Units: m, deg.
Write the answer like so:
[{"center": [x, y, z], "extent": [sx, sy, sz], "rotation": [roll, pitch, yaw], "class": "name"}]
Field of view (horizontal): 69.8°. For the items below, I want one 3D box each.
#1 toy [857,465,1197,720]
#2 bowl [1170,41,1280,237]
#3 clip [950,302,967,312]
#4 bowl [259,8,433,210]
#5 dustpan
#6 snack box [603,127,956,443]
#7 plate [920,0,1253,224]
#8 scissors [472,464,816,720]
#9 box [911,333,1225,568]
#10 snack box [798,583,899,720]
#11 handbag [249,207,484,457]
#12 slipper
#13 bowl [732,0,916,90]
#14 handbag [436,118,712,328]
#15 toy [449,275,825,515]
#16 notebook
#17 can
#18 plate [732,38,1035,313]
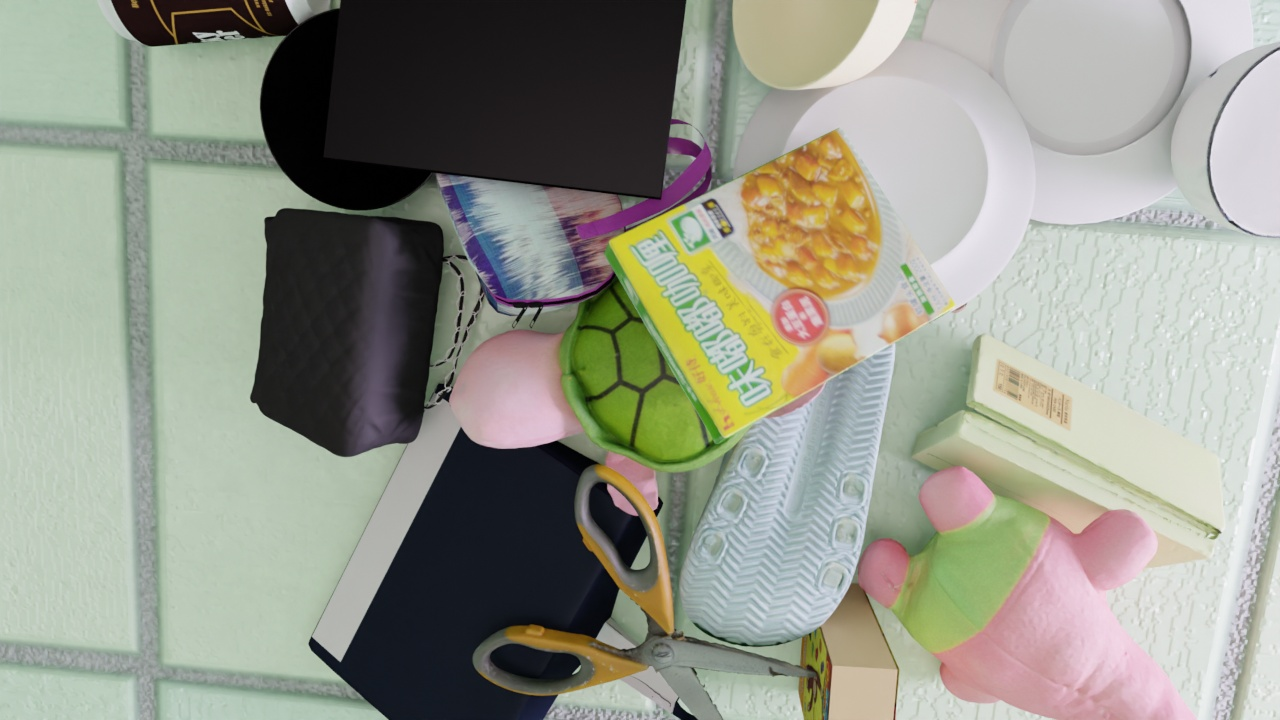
[{"center": [0.262, 0.174, 0.597], "extent": [0.237, 0.096, 0.193], "rotation": [40, 124, 11], "class": "toy"}, {"center": [0.375, -0.136, 0.559], "extent": [0.113, 0.063, 0.113], "rotation": [-3, 108, -9], "class": "bowl"}, {"center": [0.211, -0.063, 0.604], "extent": [0.024, 0.045, 0.062], "rotation": [3, 86, 5], "class": "clip"}, {"center": [-0.178, -0.162, 0.603], "extent": [0.124, 0.052, 0.124], "rotation": [1, 99, 4], "class": "bowl"}, {"center": [-0.074, 0.184, 0.664], "extent": [0.273, 0.080, 0.236], "rotation": [32, 101, 19], "class": "dustpan"}, {"center": [0.083, -0.048, 0.542], "extent": [0.167, 0.027, 0.132], "rotation": [-28, 83, -14], "class": "snack box"}, {"center": [0.285, -0.193, 0.585], "extent": [0.208, 0.015, 0.209], "rotation": [1, 100, 4], "class": "plate"}, {"center": [-0.001, 0.166, 0.585], "extent": [0.225, 0.016, 0.225], "rotation": [2, 104, 10], "class": "scissors"}, {"center": [0.284, 0.074, 0.618], "extent": [0.188, 0.091, 0.083], "rotation": [29, 135, -1], "class": "box"}, {"center": [0.135, 0.214, 0.609], "extent": [0.040, 0.125, 0.088], "rotation": [2, 100, 3], "class": "snack box"}, {"center": [-0.191, -0.027, 0.625], "extent": [0.125, 0.114, 0.154], "rotation": [14, 105, 25], "class": "handbag"}, {"center": [0.105, 0.073, 0.616], "extent": [0.104, 0.074, 0.245], "rotation": [19, 84, 5], "class": "slipper"}, {"center": [0.123, -0.219, 0.557], "extent": [0.073, 0.118, 0.118], "rotation": [-1, 103, -39], "class": "bowl"}, {"center": [-0.034, -0.105, 0.591], "extent": [0.170, 0.068, 0.144], "rotation": [-23, 65, -5], "class": "handbag"}, {"center": [-0.003, 0.003, 0.589], "extent": [0.238, 0.087, 0.190], "rotation": [-7, 81, 10], "class": "toy"}, {"center": [-0.081, -0.184, 0.553], "extent": [0.207, 0.016, 0.149], "rotation": [7, 93, 3], "class": "notebook"}, {"center": [-0.271, -0.242, 0.586], "extent": [0.128, 0.072, 0.072], "rotation": [-3, 99, 5], "class": "can"}, {"center": [0.153, -0.115, 0.584], "extent": [0.189, 0.016, 0.188], "rotation": [0, 88, 11], "class": "plate"}]
